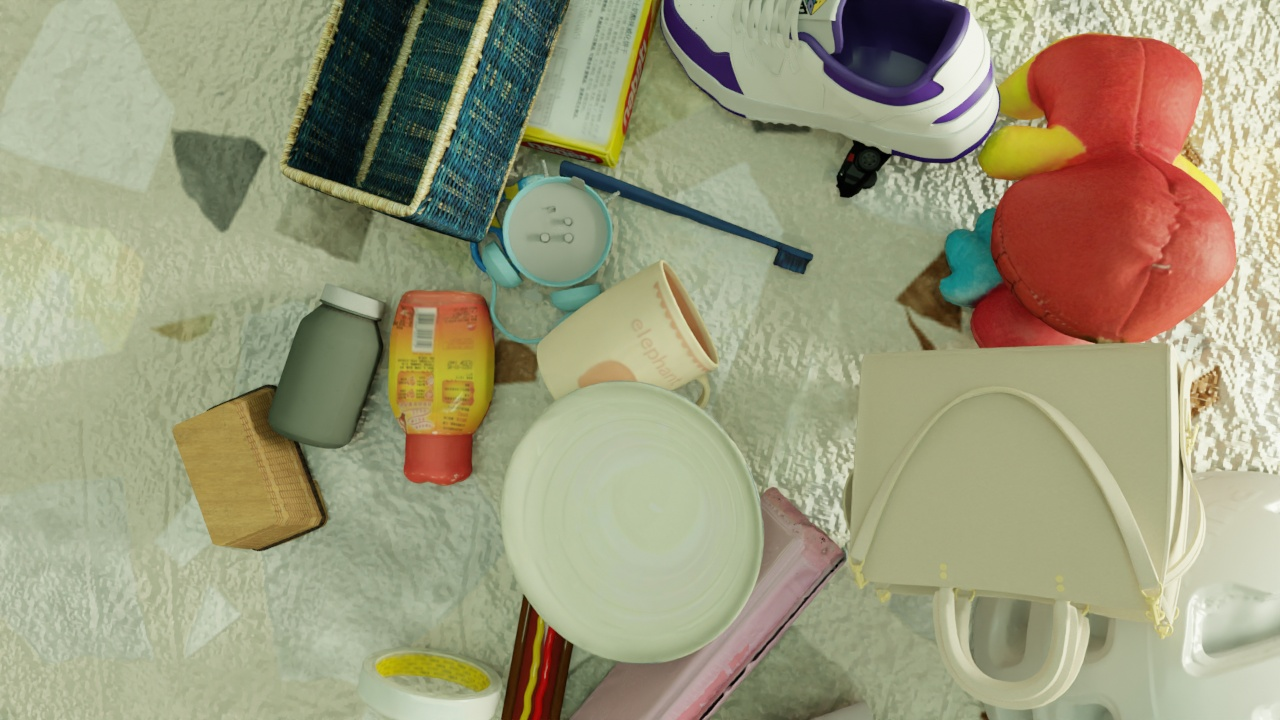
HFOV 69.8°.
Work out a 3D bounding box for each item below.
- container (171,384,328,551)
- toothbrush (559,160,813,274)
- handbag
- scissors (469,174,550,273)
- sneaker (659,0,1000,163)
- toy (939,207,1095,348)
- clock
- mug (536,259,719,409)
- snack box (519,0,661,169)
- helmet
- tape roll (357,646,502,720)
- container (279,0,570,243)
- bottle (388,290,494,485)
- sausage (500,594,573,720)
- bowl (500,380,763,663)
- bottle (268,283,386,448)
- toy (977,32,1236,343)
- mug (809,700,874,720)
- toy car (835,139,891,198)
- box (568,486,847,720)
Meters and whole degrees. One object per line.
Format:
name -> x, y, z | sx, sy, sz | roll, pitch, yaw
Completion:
container -> -0.278, 0.078, 0.648 | 0.063, 0.061, 0.114 | -22, 86, 4
toothbrush -> 0.030, -0.101, 0.648 | 0.190, 0.016, 0.017 | 22, 97, 6
handbag -> 0.211, 0.095, 0.529 | 0.195, 0.101, 0.197 | -2, 66, 37
scissors -> -0.102, -0.126, 0.662 | 0.109, 0.018, 0.131 | -24, 87, 1
sneaker -> 0.104, -0.206, 0.573 | 0.244, 0.111, 0.091 | 28, 86, 23
toy -> 0.255, -0.040, 0.606 | 0.092, 0.062, 0.133 | -27, 68, -11
clock -> -0.064, -0.070, 0.635 | 0.087, 0.042, 0.123 | 22, 94, -6
mug -> -0.004, 0.004, 0.622 | 0.104, 0.085, 0.111 | -27, 115, 12
snack box -> -0.037, -0.244, 0.645 | 0.092, 0.042, 0.200 | 14, 89, 6
helmet -> 0.368, 0.189, 0.568 | 0.282, 0.184, 0.224 | -10, 91, -15
tape roll -> -0.140, 0.217, 0.614 | 0.094, 0.094, 0.019 | 12, 89, 6
container -> -0.144, -0.187, 0.613 | 0.145, 0.071, 0.187 | 21, 92, 31
bottle -> -0.140, 0.019, 0.643 | 0.071, 0.048, 0.134 | 2, 88, 7
sausage -> -0.066, 0.193, 0.636 | 0.040, 0.040, 0.155 | 10, 89, 6
bowl -> 0.000, 0.100, 0.595 | 0.177, 0.057, 0.176 | 1, 92, 21
bottle -> -0.217, 0.004, 0.646 | 0.060, 0.060, 0.108 | 19, 90, 6
toy -> 0.282, -0.106, 0.554 | 0.147, 0.099, 0.215 | 7, 59, 11
mug -> 0.117, 0.282, 0.576 | 0.096, 0.119, 0.083 | -22, 102, 4
toy car -> 0.161, -0.153, 0.624 | 0.036, 0.042, 0.092 | 41, 92, 13
box -> 0.051, 0.204, 0.604 | 0.080, 0.099, 0.232 | 40, 91, -16
